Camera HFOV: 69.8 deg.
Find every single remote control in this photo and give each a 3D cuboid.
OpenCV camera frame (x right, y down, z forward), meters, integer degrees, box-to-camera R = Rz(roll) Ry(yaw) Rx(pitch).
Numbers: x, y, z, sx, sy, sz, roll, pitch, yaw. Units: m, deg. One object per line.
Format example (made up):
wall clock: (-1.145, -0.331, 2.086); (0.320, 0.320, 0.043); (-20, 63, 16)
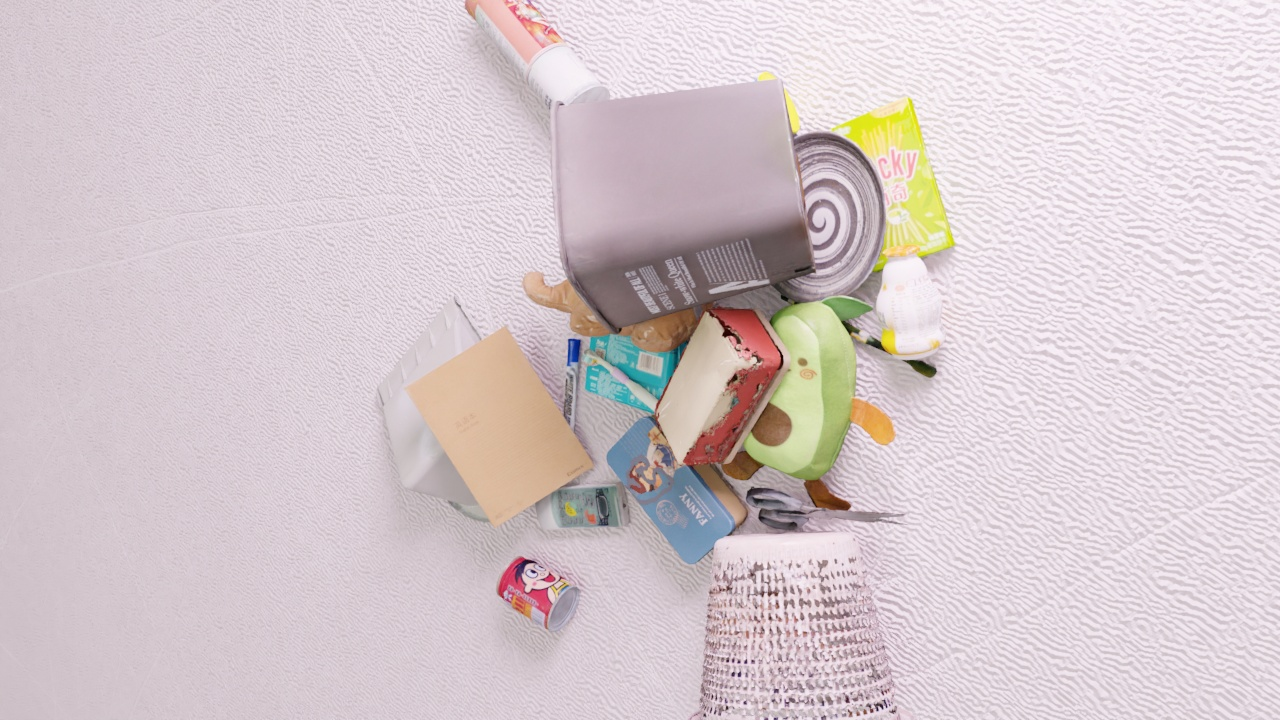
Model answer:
remote control: (-0.077, 0.188, 1.177); (0.135, 0.019, 0.056); (-8, 92, 32)

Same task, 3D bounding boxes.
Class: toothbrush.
toothbrush: (0.228, -0.030, 0.968); (0.186, 0.017, 0.012); (32, 113, 27)
toothbrush: (0.007, 0.046, 1.051); (0.189, 0.029, 0.020); (37, 75, 19)

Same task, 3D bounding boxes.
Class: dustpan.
dustpan: (-0.241, 0.089, 1.272); (0.223, 0.142, 0.257); (-44, 44, 27)

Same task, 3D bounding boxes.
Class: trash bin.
trash bin: (0.046, -0.152, 0.888); (0.220, 0.199, 0.198); (-9, 69, 13)
trash bin: (0.156, 0.277, 0.948); (0.228, 0.227, 0.192); (-9, 79, 32)

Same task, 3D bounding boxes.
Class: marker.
marker: (-0.089, 0.045, 1.168); (0.017, 0.016, 0.146); (10, 102, 30)

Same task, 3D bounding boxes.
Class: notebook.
notebook: (-0.176, 0.084, 1.152); (0.149, 0.012, 0.211); (-32, 95, -3)

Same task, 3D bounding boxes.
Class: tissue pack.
tissue pack: (-0.006, 0.006, 1.093); (0.134, 0.050, 0.093); (17, 107, 29)

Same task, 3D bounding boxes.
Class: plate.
plate: (0.184, -0.146, 0.954); (0.180, 0.024, 0.179); (10, 104, 48)

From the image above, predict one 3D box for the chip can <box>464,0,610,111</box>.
chip can: (-0.128, -0.375, 1.109); (0.071, 0.071, 0.214); (-47, 72, 27)

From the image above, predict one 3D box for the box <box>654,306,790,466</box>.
box: (0.074, 0.031, 0.948); (0.091, 0.080, 0.169); (63, 143, 38)

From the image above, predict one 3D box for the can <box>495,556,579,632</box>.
can: (-0.135, 0.303, 1.199); (0.094, 0.066, 0.066); (23, 107, 27)

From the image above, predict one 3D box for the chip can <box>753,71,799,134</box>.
chip can: (0.067, -0.229, 1.008); (0.211, 0.071, 0.071); (-26, 82, 32)

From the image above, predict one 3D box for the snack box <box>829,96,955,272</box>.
snack box: (0.253, -0.176, 0.926); (0.086, 0.026, 0.156); (-17, 87, 31)

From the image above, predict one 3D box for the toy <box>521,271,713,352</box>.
toy: (-0.026, -0.072, 1.050); (0.226, 0.143, 0.083); (14, 123, 31)

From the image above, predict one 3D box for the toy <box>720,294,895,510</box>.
toy: (0.164, 0.046, 0.965); (0.227, 0.089, 0.247); (20, 118, 31)

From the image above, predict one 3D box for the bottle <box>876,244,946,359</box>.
bottle: (0.264, -0.058, 0.903); (0.063, 0.063, 0.108); (-3, 108, 32)

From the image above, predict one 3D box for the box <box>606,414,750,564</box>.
box: (0.047, 0.150, 1.073); (0.184, 0.061, 0.090); (50, 118, 19)

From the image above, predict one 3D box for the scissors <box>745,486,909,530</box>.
scissors: (0.199, 0.168, 0.988); (0.172, 0.014, 0.147); (21, 147, 4)
